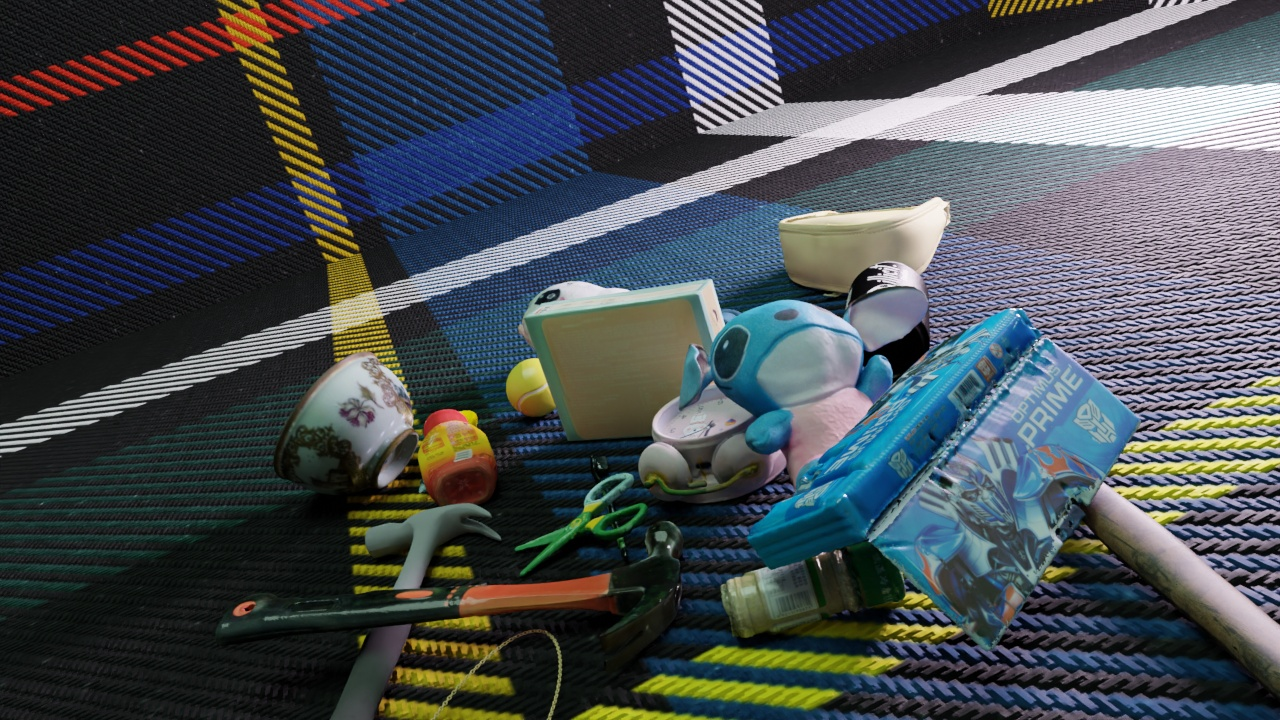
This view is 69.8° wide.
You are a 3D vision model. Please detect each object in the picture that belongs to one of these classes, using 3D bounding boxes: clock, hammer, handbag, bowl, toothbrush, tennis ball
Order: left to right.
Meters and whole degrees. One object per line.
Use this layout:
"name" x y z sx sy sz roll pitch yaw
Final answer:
"bowl" -0.294 0.081 0.968 0.094 0.160 0.159 32 35 8
"hammer" -0.184 0.198 0.690 0.125 0.029 0.310 -16 20 6
"hammer" -0.137 0.172 0.647 0.333 0.033 0.132 -6 22 8
"handbag" -0.092 0.221 0.567 0.084 0.027 0.177 -11 15 13
"tennis ball" -0.117 0.030 1.026 0.065 0.065 0.065 -16 20 6
"toothbrush" -0.025 0.121 0.783 0.017 0.014 0.188 -3 19 -10
"clock" 0.060 0.074 0.768 0.117 0.059 0.157 -10 22 22
"handbag" 0.274 -0.148 1.161 0.190 0.088 0.233 -24 17 -33
"hammer" 0.285 0.116 0.515 0.120 0.033 0.330 -21 20 2

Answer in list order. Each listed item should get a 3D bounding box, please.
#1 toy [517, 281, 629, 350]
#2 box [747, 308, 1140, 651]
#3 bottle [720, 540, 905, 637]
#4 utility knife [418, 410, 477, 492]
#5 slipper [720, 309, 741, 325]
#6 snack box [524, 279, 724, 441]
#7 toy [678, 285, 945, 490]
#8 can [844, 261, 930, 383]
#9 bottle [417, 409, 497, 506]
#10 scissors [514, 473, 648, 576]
"toy" -0.063 -0.053 1.139 0.180 0.101 0.138 -12 13 28
"box" 0.198 0.071 0.578 0.242 0.113 0.114 -36 -1 -36
"bottle" 0.106 0.143 0.572 0.110 0.043 0.042 -17 20 6
"utility knife" -0.207 0.098 0.988 0.029 0.020 0.173 0 21 5
"slipper" 0.062 -0.012 1.001 0.104 0.059 0.213 -13 21 19
"snack box" -0.005 0.005 0.884 0.194 0.141 0.044 -6 24 30
"toy" 0.144 0.026 0.701 0.223 0.099 0.191 -17 55 -22
"can" 0.239 -0.040 0.890 0.080 0.080 0.145 -10 21 21
"bottle" -0.184 0.094 0.910 0.071 0.048 0.134 -18 27 -13
"scissors" -0.051 0.131 0.754 0.131 0.012 0.112 -21 23 19
